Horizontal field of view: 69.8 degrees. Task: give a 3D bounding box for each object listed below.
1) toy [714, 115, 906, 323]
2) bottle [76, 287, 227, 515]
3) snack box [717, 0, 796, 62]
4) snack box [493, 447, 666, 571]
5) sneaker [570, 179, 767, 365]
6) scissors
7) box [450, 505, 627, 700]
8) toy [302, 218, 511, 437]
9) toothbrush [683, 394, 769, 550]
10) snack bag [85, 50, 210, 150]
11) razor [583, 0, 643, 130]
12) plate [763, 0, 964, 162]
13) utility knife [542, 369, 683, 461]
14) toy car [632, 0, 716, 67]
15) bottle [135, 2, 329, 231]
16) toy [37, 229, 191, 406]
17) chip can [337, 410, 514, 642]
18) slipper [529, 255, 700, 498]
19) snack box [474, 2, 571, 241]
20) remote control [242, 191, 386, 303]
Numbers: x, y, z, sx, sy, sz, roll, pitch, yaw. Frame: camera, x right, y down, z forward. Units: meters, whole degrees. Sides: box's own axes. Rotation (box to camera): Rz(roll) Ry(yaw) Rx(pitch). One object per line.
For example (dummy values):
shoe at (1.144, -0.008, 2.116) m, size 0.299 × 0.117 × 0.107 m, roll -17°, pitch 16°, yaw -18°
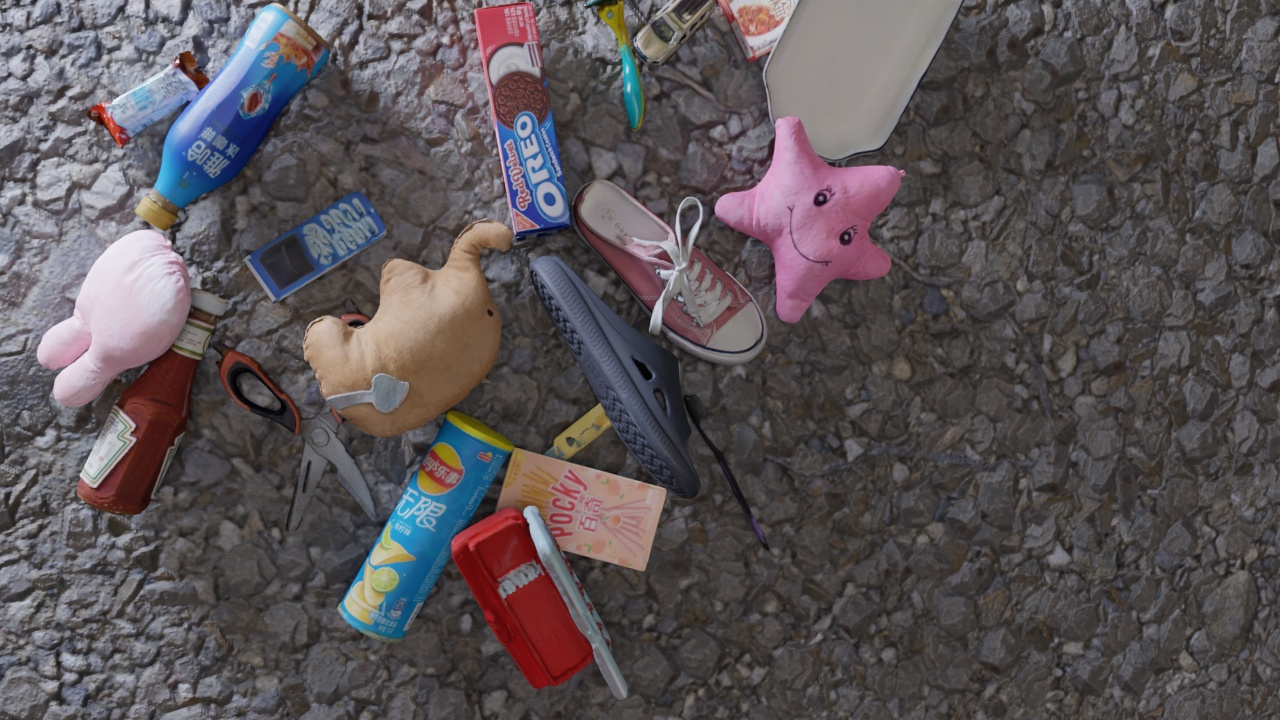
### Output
toy at (0.175, -0.148, 0.902) m, size 0.178 × 0.074 × 0.194 m, roll -31°, pitch 110°, yaw 6°
bottle at (-0.426, 0.034, 0.813) m, size 0.059 × 0.060 × 0.206 m, roll 25°, pitch 85°, yaw -12°
snack box at (0.158, -0.366, 0.914) m, size 0.152 × 0.025 × 0.075 m, roll -29°, pitch 100°, yaw -8°
snack box at (-0.060, 0.145, 0.893) m, size 0.157 × 0.026 × 0.084 m, roll 16°, pitch 85°, yaw -8°
sneaker at (0.032, -0.083, 0.879) m, size 0.241 × 0.088 × 0.118 m, roll 43°, pitch 85°, yaw -10°
scissors at (-0.301, 0.051, 0.861) m, size 0.189 × 0.015 × 0.225 m, roll -41°, pitch 102°, yaw -6°
box at (-0.091, 0.238, 0.847) m, size 0.094 × 0.100 × 0.201 m, roll -28°, pitch 117°, yaw -10°
toy at (-0.191, -0.029, 0.842) m, size 0.225 × 0.083 × 0.143 m, roll -45°, pitch 111°, yaw -21°
toothbrush at (0.092, 0.116, 0.945) m, size 0.016 × 0.014 × 0.189 m, roll -32°, pitch 100°, yaw -20°
snack bag at (-0.430, -0.229, 0.806) m, size 0.105 × 0.026 × 0.045 m, roll -35°, pitch 91°, yaw -8°
razor at (-0.017, -0.288, 0.883) m, size 0.028 × 0.043 × 0.132 m, roll -26°, pitch 104°, yaw -50°
plate at (0.218, -0.328, 0.903) m, size 0.162 × 0.034 × 0.266 m, roll 23°, pitch 99°, yaw -23°
utility knife at (-0.034, 0.057, 0.917) m, size 0.178 × 0.019 × 0.031 m, roll -37°, pitch 94°, yaw -2°
toy car at (0.032, -0.325, 0.888) m, size 0.042 × 0.035 × 0.090 m, roll 45°, pitch 88°, yaw -9°
bottle at (-0.361, -0.208, 0.802) m, size 0.065 × 0.065 × 0.218 m, roll 36°, pitch 87°, yaw -12°
toy at (-0.452, -0.037, 0.790) m, size 0.159 × 0.054 × 0.121 m, roll -42°, pitch 63°, yaw 5°
chip can at (-0.201, 0.154, 0.860) m, size 0.071 × 0.071 × 0.210 m, roll 30°, pitch 89°, yaw -12°
slipper at (-0.005, 0.005, 0.860) m, size 0.083 × 0.111 × 0.268 m, roll -33°, pitch 89°, yaw -12°
snack box at (-0.109, -0.219, 0.856) m, size 0.057 × 0.058 × 0.207 m, roll -10°, pitch 96°, yaw -8°
remote control at (-0.297, -0.105, 0.844) m, size 0.125 × 0.024 × 0.049 m, roll -33°, pitch 100°, yaw -8°
